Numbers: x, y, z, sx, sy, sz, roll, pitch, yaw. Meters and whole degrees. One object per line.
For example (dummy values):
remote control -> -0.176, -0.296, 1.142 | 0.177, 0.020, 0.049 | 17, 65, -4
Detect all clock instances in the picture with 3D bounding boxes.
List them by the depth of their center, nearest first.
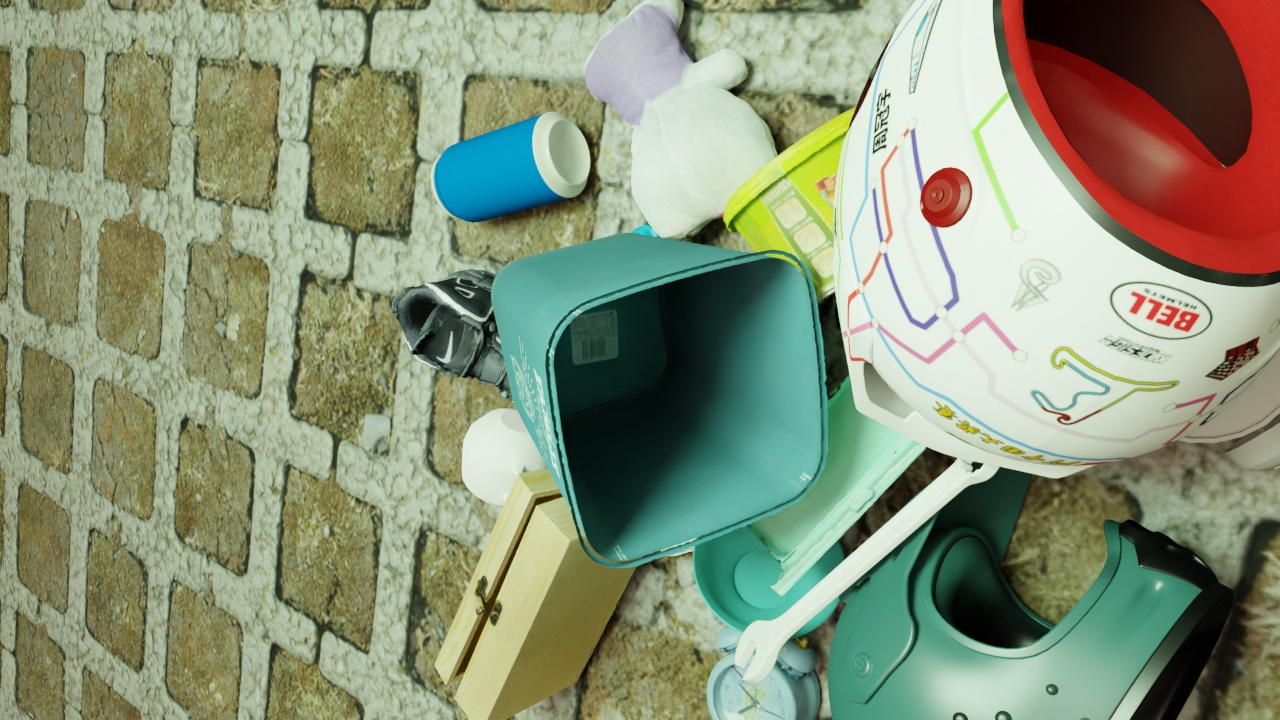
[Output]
clock -> 0.365, 0.003, 0.561 | 0.159, 0.061, 0.120 | 23, 107, 32
clock -> 0.102, 0.268, 0.770 | 0.089, 0.051, 0.124 | 7, 94, 34

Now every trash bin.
trash bin -> -0.004, 0.004, 0.696 | 0.219, 0.199, 0.197 | -144, 42, -60

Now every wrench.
wrench -> 0.141, 0.139, 0.612 | 0.009, 0.047, 0.274 | 27, 125, -14

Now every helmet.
helmet -> 0.223, -0.095, 0.492 | 0.231, 0.236, 0.314 | 19, 72, -2
helmet -> 0.230, 0.182, 0.602 | 0.200, 0.176, 0.275 | 33, 103, 43

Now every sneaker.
sneaker -> -0.136, -0.007, 0.853 | 0.252, 0.150, 0.097 | 36, 112, 26

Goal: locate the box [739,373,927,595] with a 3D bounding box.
box -> 0.146, 0.076, 0.682 | 0.078, 0.112, 0.187 | 41, 104, 3

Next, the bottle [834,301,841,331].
bottle -> 0.208, -0.034, 0.684 | 0.123, 0.033, 0.033 | 5, 96, 34

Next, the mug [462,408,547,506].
mug -> -0.124, 0.099, 0.877 | 0.123, 0.090, 0.076 | -114, 39, -55

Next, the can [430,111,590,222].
can -> -0.123, -0.181, 0.873 | 0.146, 0.078, 0.079 | -7, 90, 35

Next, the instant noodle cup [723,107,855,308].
instant noodle cup -> 0.143, -0.107, 0.662 | 0.147, 0.145, 0.098 | -35, 85, 31

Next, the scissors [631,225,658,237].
scissors -> 0.011, -0.055, 0.830 | 0.127, 0.014, 0.127 | 20, 106, 31

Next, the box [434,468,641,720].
box -> -0.084, 0.205, 0.827 | 0.092, 0.127, 0.250 | 41, 123, 26

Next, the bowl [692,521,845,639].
bowl -> 0.102, 0.173, 0.750 | 0.121, 0.121, 0.046 | 46, 160, 23

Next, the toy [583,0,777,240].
toy -> 0.028, -0.205, 0.766 | 0.138, 0.085, 0.209 | -39, 67, 29

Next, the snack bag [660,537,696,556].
snack bag -> 0.039, 0.109, 0.810 | 0.077, 0.036, 0.116 | -21, 82, 35
